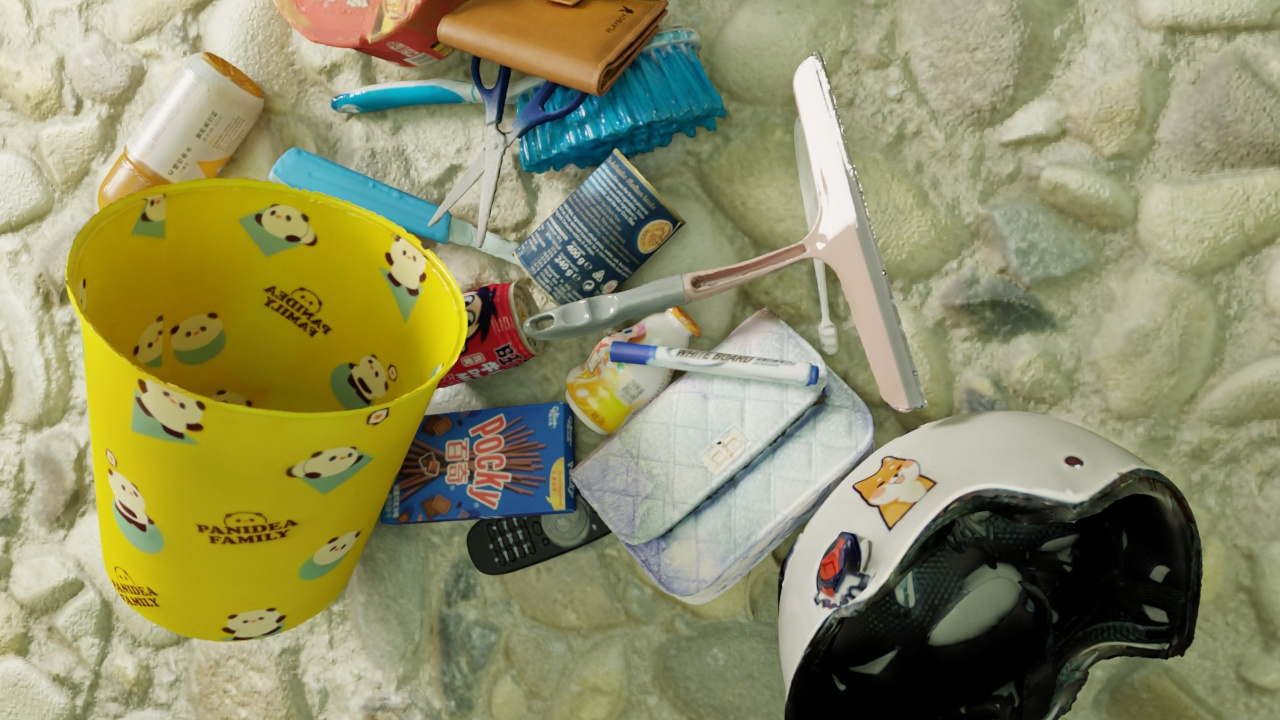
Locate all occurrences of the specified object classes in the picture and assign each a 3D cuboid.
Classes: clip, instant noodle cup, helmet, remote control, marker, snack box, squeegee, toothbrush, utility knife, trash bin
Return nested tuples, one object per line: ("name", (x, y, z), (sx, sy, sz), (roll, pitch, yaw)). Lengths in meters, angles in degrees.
("clip", (0.090, 0.143, 0.689), (0.071, 0.034, 0.100), (-18, 93, 11))
("instant noodle cup", (-0.195, -0.289, 0.693), (0.138, 0.108, 0.138), (0, 92, 11))
("helmet", (0.198, 0.135, 0.595), (0.274, 0.156, 0.230), (-41, 122, 16))
("remote control", (-0.073, 0.129, 0.726), (0.136, 0.024, 0.053), (-22, 82, 10))
("marker", (0.048, 0.002, 0.625), (0.146, 0.016, 0.017), (7, 93, 21))
("snack box", (-0.129, 0.082, 0.722), (0.157, 0.026, 0.084), (-6, 75, 14))
("squeegee", (0.037, -0.053, 0.626), (0.250, 0.040, 0.247), (-16, 76, 16))
("toothbrush", (0.130, -0.093, 0.680), (0.016, 0.016, 0.180), (-7, 91, 10))
("utility knife", (-0.171, -0.111, 0.719), (0.238, 0.018, 0.034), (21, 84, -4))
("trash bin", (-0.264, 0.044, 0.635), (0.229, 0.228, 0.256), (32, 125, 9))

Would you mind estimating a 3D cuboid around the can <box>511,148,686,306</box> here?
("can", (-0.031, -0.091, 0.682), (0.111, 0.075, 0.075), (-43, 83, 8))

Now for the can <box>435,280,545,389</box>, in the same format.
("can", (-0.128, -0.020, 0.711), (0.094, 0.066, 0.066), (-16, 89, 12))

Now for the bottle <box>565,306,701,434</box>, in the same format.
("bottle", (-0.004, 0.004, 0.687), (0.108, 0.063, 0.063), (-44, 83, 10))

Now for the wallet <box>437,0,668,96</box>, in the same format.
("wallet", (-0.058, -0.242, 0.655), (0.131, 0.035, 0.118), (22, 59, 17))

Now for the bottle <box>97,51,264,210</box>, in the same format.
("bottle", (-0.389, -0.163, 0.759), (0.068, 0.068, 0.190), (42, 99, 7))

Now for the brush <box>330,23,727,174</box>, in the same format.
("brush", (-0.095, -0.194, 0.709), (0.315, 0.060, 0.109), (-13, 84, 14))

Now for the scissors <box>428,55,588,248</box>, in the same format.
("scissors", (-0.097, -0.170, 0.674), (0.164, 0.012, 0.162), (-15, 80, 16))

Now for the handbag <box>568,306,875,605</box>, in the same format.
("handbag", (0.061, 0.066, 0.644), (0.194, 0.075, 0.134), (-41, 64, -5))
